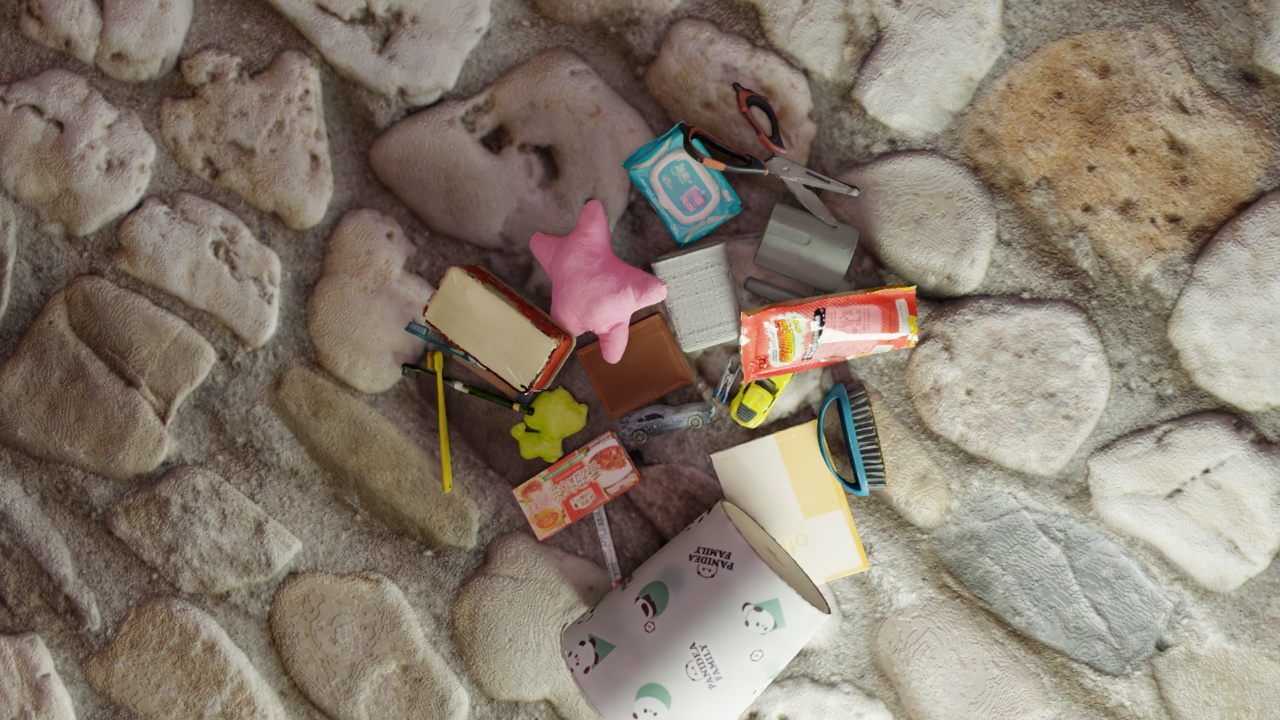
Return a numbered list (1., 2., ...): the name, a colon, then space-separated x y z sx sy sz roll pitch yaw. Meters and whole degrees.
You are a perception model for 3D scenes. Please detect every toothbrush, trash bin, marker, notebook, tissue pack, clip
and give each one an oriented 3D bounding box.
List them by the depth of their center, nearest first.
1. trash bin: 0.072 0.316 1.086 0.229 0.229 0.252 45 97 -2
2. tissue pack: 0.051 -0.210 1.100 0.093 0.050 0.133 -36 93 9
3. toothbrush: -0.208 -0.005 1.141 0.191 0.016 0.018 24 92 6
4. clip: 0.106 0.024 1.142 0.036 0.025 0.058 25 94 -6
5. toothbrush: -0.220 0.039 1.162 0.186 0.012 0.017 19 106 11
6. notebook: 0.190 0.192 1.165 0.146 0.010 0.206 -19 96 8
7. toothbrush: -0.256 0.079 1.170 0.017 0.015 0.190 5 108 20
8. marker: -0.040 0.248 1.189 0.017 0.017 0.145 -13 97 6

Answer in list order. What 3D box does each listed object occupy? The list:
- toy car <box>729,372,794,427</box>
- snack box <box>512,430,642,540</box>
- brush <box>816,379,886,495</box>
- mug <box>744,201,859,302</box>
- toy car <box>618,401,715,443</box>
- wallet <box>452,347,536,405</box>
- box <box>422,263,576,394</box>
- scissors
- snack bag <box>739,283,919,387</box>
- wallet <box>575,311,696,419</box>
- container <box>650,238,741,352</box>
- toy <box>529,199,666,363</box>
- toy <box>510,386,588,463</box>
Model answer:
1. toy car: 0.151 0.035 1.136 0.048 0.032 0.105 32 98 0
2. snack box: -0.080 0.159 1.166 0.153 0.025 0.075 -32 79 8
3. brush: 0.255 0.098 1.124 0.073 0.055 0.144 -13 97 5
4. mug: 0.189 -0.118 1.094 0.103 0.083 0.124 21 124 2
5. toy car: 0.033 0.072 1.139 0.121 0.054 0.037 -13 99 6
6. wallet: -0.168 -0.008 1.157 0.115 0.033 0.090 34 100 3
7. box: -0.171 -0.040 1.091 0.168 0.078 0.091 36 104 10
8. scissors: 0.148 -0.237 1.067 0.188 0.015 0.226 -13 71 -17
9. snack bag: 0.217 -0.033 1.077 0.208 0.073 0.129 -10 140 -6
10. wallet: -0.007 0.007 1.146 0.125 0.032 0.101 -25 98 8
11. container: 0.073 -0.078 1.099 0.090 0.090 0.114 -16 100 7
12. toy: -0.067 -0.091 1.107 0.194 0.074 0.179 51 124 17
13. toy: -0.116 0.081 1.164 0.097 0.031 0.100 8 99 5
